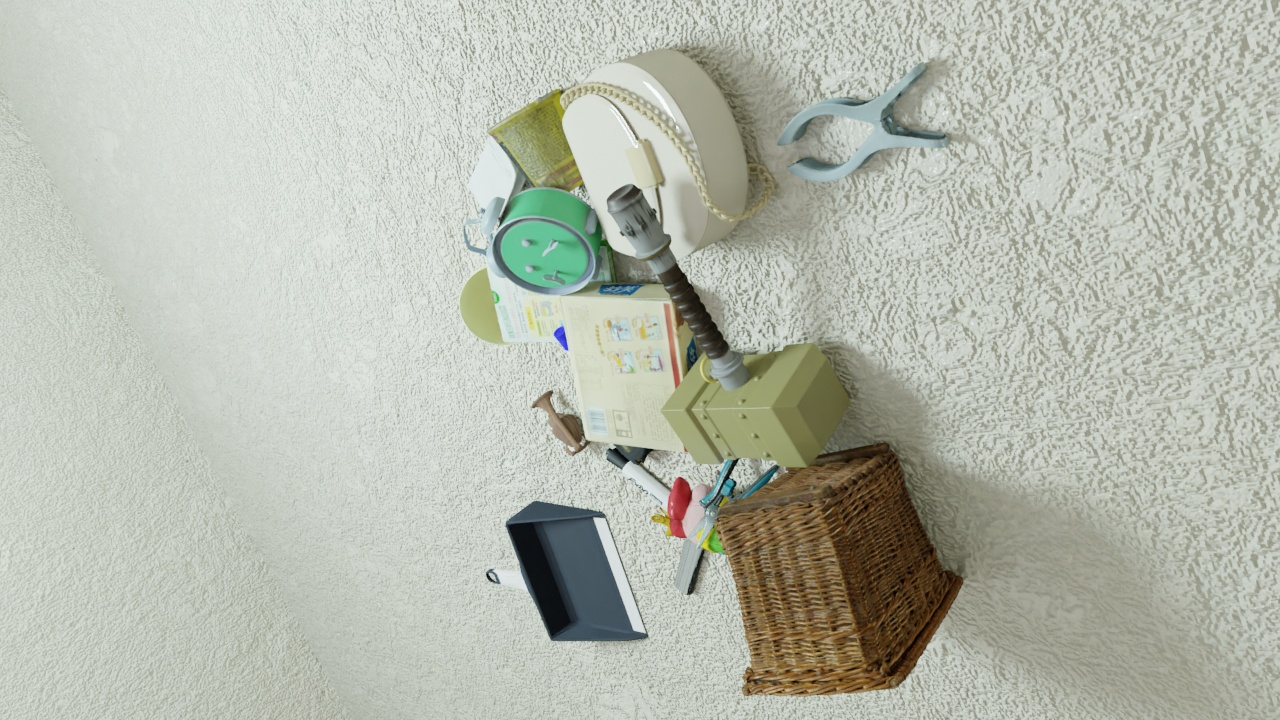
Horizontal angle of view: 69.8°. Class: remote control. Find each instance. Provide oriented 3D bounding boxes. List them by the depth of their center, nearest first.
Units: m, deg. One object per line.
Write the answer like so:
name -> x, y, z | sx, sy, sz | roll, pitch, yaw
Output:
remote control -> 0.071, 0.280, 1.291 | 0.033, 0.013, 0.137 | 32, 132, 25

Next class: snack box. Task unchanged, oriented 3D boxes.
snack box -> -0.007, 0.007, 1.131 | 0.153, 0.055, 0.207 | 4, 119, 26
snack box -> -0.109, -0.087, 1.176 | 0.168, 0.027, 0.132 | 1, 118, 18

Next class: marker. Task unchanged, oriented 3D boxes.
marker -> -0.068, 0.008, 1.205 | 0.020, 0.020, 0.141 | 7, 145, 43
marker -> 0.000, 0.164, 1.277 | 0.126, 0.025, 0.025 | 38, 136, 22

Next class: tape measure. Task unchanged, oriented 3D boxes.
tape measure -> -0.010, 0.104, 1.238 | 0.067, 0.038, 0.063 | 48, 139, 11

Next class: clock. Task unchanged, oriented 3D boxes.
clock -> -0.128, -0.137, 1.072 | 0.162, 0.075, 0.122 | 5, 139, 6

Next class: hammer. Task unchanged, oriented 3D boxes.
hammer -> 0.062, -0.041, 0.955 | 0.191, 0.100, 0.325 | -5, 128, 46

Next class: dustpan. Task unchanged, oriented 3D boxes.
dustpan -> -0.143, 0.354, 1.501 | 0.274, 0.079, 0.236 | 0, 114, 45

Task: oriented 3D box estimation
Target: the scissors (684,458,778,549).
scissors -> 0.109, 0.162, 1.122 | 0.122, 0.019, 0.149 | -2, 82, 23

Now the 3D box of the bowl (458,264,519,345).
bowl -> -0.187, -0.089, 1.256 | 0.074, 0.118, 0.118 | -106, 7, -63

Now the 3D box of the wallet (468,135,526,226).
wallet -> -0.184, -0.239, 1.200 | 0.086, 0.032, 0.116 | 60, 143, 13

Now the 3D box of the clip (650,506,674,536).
clip -> 0.037, 0.223, 1.275 | 0.046, 0.035, 0.053 | 42, 140, 6

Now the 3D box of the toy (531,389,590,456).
toy -> -0.111, 0.096, 1.331 | 0.102, 0.041, 0.055 | 51, 179, 22

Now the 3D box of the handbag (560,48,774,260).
handbag -> 0.020, -0.214, 0.971 | 0.209, 0.103, 0.211 | -4, 112, 55

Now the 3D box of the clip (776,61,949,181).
clip -> 0.204, -0.195, 0.841 | 0.164, 0.027, 0.108 | -13, 106, 49

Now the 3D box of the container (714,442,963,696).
container -> 0.196, 0.200, 0.933 | 0.163, 0.249, 0.183 | -17, 91, 34

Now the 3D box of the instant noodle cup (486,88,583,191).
instant noodle cup -> -0.111, -0.248, 1.077 | 0.102, 0.102, 0.108 | -12, 114, 48

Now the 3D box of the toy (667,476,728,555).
toy -> 0.097, 0.220, 1.172 | 0.131, 0.096, 0.124 | 12, 131, 17
